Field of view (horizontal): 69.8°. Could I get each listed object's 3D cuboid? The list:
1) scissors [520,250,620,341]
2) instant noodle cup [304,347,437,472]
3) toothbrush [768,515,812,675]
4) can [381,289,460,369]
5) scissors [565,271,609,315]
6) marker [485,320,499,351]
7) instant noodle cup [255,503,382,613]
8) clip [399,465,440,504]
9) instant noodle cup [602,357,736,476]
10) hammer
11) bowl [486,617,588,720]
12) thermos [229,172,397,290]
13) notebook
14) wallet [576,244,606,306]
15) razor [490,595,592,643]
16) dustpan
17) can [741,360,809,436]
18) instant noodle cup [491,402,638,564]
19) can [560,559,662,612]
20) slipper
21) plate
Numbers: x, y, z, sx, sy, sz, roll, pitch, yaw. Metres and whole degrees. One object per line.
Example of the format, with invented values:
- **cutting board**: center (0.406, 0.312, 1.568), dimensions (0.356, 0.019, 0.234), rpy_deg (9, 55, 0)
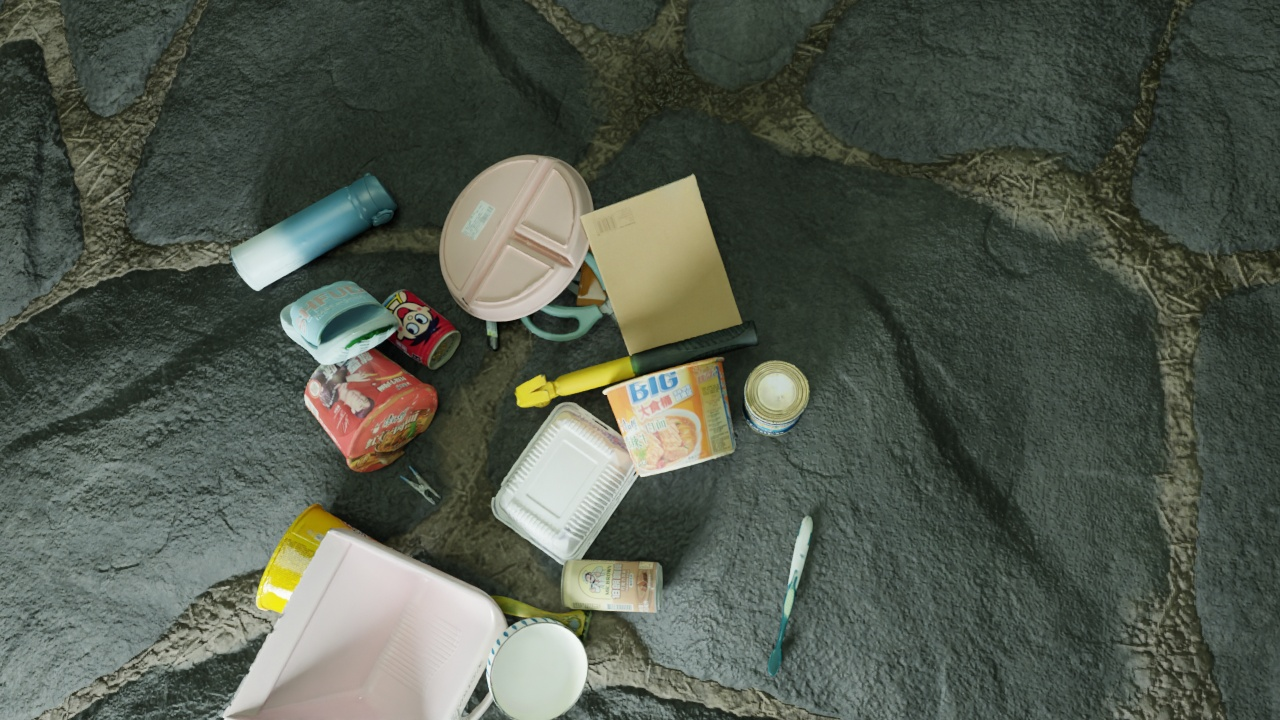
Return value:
- **scissors**: center (-0.078, -0.080, 1.151), dimensions (0.181, 0.019, 0.170), rpy_deg (-33, 88, -3)
- **instant noodle cup**: center (-0.337, 0.051, 1.131), dimensions (0.108, 0.138, 0.138), rpy_deg (40, 84, 18)
- **toothbrush**: center (0.179, 0.278, 1.092), dimensions (0.016, 0.018, 0.191), rpy_deg (14, 78, 8)
- **can**: center (-0.284, -0.039, 1.174), dimensions (0.094, 0.066, 0.066), rpy_deg (36, 84, 11)
- **scissors**: center (-0.116, -0.115, 1.194), dimensions (0.159, 0.014, 0.175), rpy_deg (-25, 80, -5)
- **marker**: center (-0.195, -0.073, 1.200), dimensions (0.018, 0.015, 0.124), rpy_deg (-6, 81, 5)
- **instant noodle cup**: center (-0.369, 0.254, 1.094), dimensions (0.110, 0.138, 0.138), rpy_deg (24, 81, 0)
- **clip**: center (-0.276, 0.159, 1.155), dimensions (0.058, 0.026, 0.041), rpy_deg (39, 77, 8)
- **instant noodle cup**: center (0.041, 0.069, 1.086), dimensions (0.151, 0.151, 0.111), rpy_deg (-15, 85, 2)
- **hammer**: center (-0.007, 0.006, 1.098), dimensions (0.301, 0.128, 0.033), rpy_deg (-16, 87, 5)
- **bowl**: center (-0.125, 0.354, 1.068), dimensions (0.116, 0.066, 0.116), rpy_deg (0, 91, -21)
- **thermos**: center (-0.430, -0.172, 1.216), dimensions (0.220, 0.070, 0.070), rpy_deg (-29, 77, -1)
- **notebook**: center (0.030, -0.104, 1.134), dimensions (0.149, 0.012, 0.211), rpy_deg (-21, 102, -5)
- **wallet**: center (-0.011, -0.120, 1.180), dimensions (0.130, 0.035, 0.119), rpy_deg (6, 84, 1)
- **razor**: center (-0.125, 0.305, 1.110), dimensions (0.132, 0.028, 0.043), rpy_deg (12, 83, 10)
- **dustpan**: center (-0.271, 0.326, 1.016), dimensions (0.139, 0.273, 0.222), rpy_deg (24, 85, 27)
- **can**: center (0.159, 0.046, 1.091), dimensions (0.075, 0.111, 0.075), rpy_deg (-1, 78, 5)
- **instant noodle cup**: center (-0.093, 0.147, 1.122), dimensions (0.138, 0.060, 0.173), rpy_deg (34, 82, 11)
- **can**: center (-0.033, 0.268, 1.091), dimensions (0.116, 0.058, 0.058), rpy_deg (1, 78, 6)
- **slipper**: center (-0.377, -0.058, 1.120), dimensions (0.103, 0.246, 0.074), rpy_deg (-29, 117, -30)
- **plate**: center (-0.165, -0.162, 1.167), dimensions (0.230, 0.028, 0.229), rpy_deg (-9, 70, 25)
